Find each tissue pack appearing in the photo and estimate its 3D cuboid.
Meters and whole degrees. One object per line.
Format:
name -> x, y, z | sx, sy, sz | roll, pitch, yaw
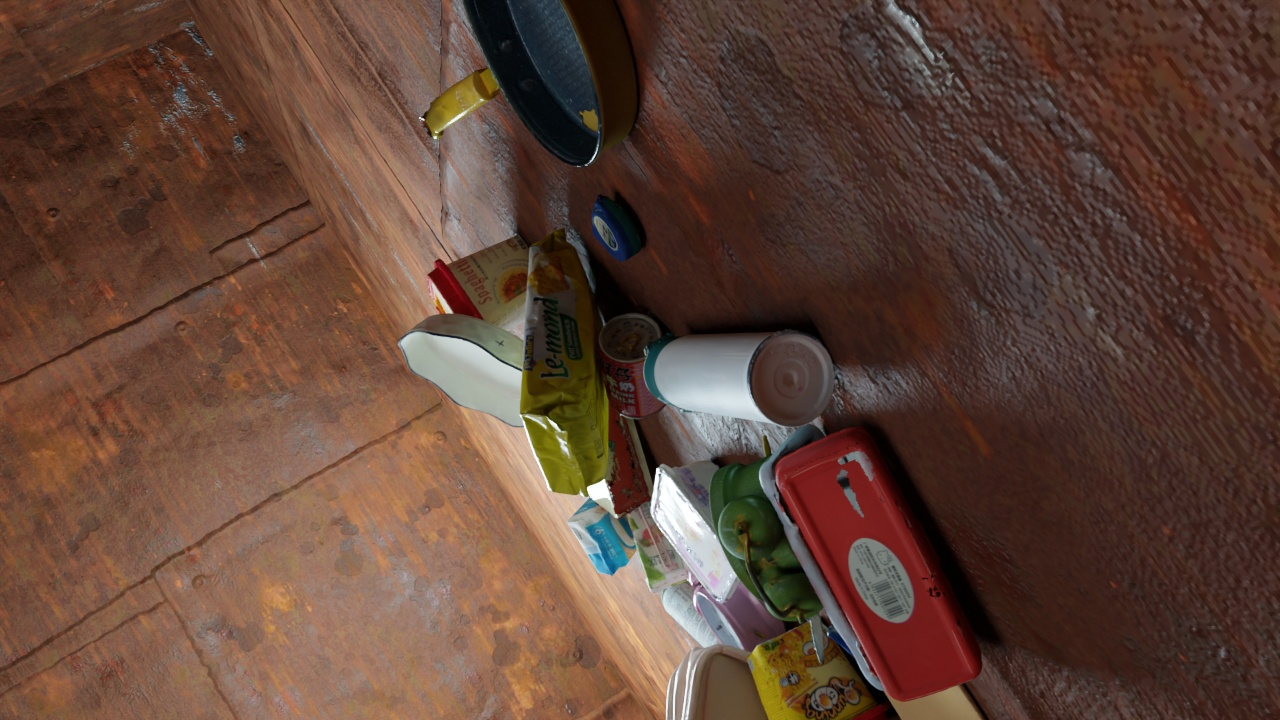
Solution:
tissue pack -> -0.034, 0.222, 1.257 | 0.063, 0.139, 0.090 | -26, 99, 33

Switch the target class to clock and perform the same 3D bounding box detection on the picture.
clock -> 0.105, 0.138, 0.724 | 0.116, 0.056, 0.160 | 54, -154, -14
clock -> 0.107, 0.293, 1.105 | 0.158, 0.059, 0.117 | 45, 158, 40

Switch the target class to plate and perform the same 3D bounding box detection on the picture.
plate -> -0.179, 0.012, 1.069 | 0.205, 0.045, 0.205 | 19, 155, 9

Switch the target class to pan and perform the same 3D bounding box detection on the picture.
pan -> -0.118, -0.240, 0.764 | 0.198, 0.078, 0.358 | 62, 162, -14

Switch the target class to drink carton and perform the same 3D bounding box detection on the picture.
drink carton -> 0.018, 0.231, 1.182 | 0.045, 0.053, 0.122 | 76, 176, -57

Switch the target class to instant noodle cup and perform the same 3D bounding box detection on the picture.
instant noodle cup -> 0.076, 0.178, 0.990 | 0.138, 0.060, 0.174 | 50, 163, 21
instant noodle cup -> 0.174, 0.341, 0.941 | 0.116, 0.116, 0.123 | 95, 151, -62
instant noodle cup -> -0.183, -0.083, 1.129 | 0.116, 0.124, 0.117 | 55, 162, 10

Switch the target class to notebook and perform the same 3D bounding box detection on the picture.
notebook -> 0.222, 0.250, 0.805 | 0.211, 0.012, 0.150 | 57, 161, 2

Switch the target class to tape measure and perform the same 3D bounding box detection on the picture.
tape measure -> -0.021, -0.115, 0.806 | 0.054, 0.025, 0.058 | 50, 165, 17

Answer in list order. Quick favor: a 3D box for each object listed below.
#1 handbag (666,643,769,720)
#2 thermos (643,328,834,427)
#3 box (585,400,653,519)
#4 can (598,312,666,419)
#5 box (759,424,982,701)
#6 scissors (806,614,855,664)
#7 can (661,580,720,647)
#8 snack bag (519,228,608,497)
handbag -> 0.115, 0.440, 0.984 | 0.193, 0.233, 0.094 | 20, 150, -6
thermos -> 0.065, 0.013, 0.726 | 0.073, 0.073, 0.224 | 61, 163, -11
box -> -0.050, 0.113, 1.151 | 0.091, 0.077, 0.168 | 24, 136, 55
can -> -0.005, 0.005, 0.900 | 0.066, 0.066, 0.094 | 46, 159, 32
box -> 0.168, 0.142, 0.683 | 0.201, 0.095, 0.098 | 61, -164, -6
scissors -> 0.151, 0.219, 0.788 | 0.174, 0.012, 0.162 | 33, -167, -23
can -> 0.088, 0.355, 1.263 | 0.147, 0.058, 0.058 | 28, 147, 57
snack bag -> -0.072, 0.005, 0.935 | 0.158, 0.068, 0.246 | 80, -174, -52
